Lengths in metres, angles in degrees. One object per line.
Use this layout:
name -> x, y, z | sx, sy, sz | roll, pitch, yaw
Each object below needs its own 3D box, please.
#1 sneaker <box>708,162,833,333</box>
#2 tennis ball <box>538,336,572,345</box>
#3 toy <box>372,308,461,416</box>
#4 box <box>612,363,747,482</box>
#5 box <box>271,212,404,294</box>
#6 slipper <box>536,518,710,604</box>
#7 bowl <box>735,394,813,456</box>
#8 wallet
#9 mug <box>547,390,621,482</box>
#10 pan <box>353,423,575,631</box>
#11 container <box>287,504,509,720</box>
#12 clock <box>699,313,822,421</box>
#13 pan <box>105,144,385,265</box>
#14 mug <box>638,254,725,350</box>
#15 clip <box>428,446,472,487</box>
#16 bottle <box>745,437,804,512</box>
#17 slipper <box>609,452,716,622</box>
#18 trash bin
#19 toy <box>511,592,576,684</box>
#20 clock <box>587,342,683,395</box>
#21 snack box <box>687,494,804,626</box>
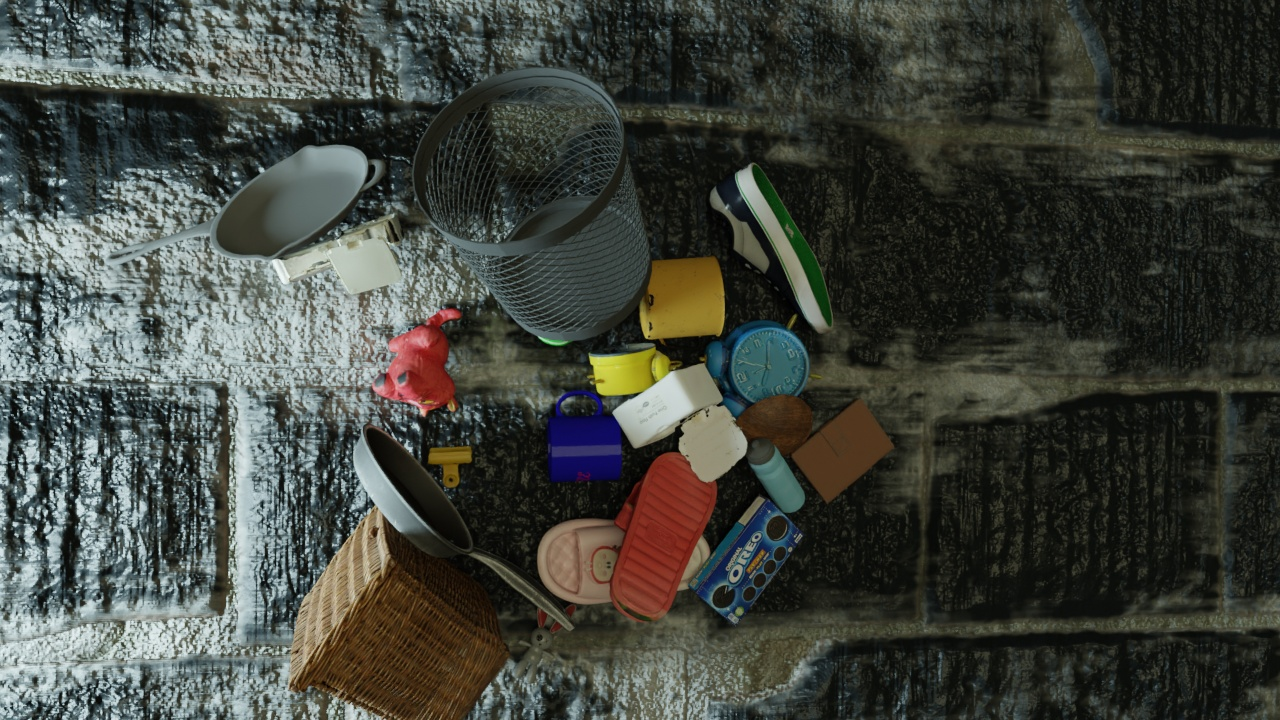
sneaker -> 0.166, -0.129, 1.163 | 0.079, 0.084, 0.235 | -25, 105, 27
tennis ball -> -0.101, -0.051, 1.119 | 0.065, 0.065, 0.065 | 0, 91, -9
toy -> -0.252, 0.001, 1.109 | 0.094, 0.088, 0.132 | 42, 62, -39
box -> 0.058, 0.088, 1.109 | 0.109, 0.120, 0.136 | -32, 79, 26
box -> -0.333, -0.103, 1.027 | 0.143, 0.186, 0.070 | -21, 106, -4
slipper -> -0.019, 0.252, 1.143 | 0.221, 0.056, 0.107 | 2, 92, -12
bowl -> 0.171, 0.092, 1.150 | 0.102, 0.026, 0.114 | -30, 134, 11
wallet -> 0.266, 0.118, 1.206 | 0.121, 0.013, 0.087 | -38, 101, -6
mug -> -0.070, 0.092, 1.123 | 0.083, 0.079, 0.111 | -1, 80, -9
pan -> -0.204, 0.210, 1.065 | 0.055, 0.187, 0.357 | -40, 109, -3
container -> -0.262, 0.291, 1.022 | 0.183, 0.250, 0.162 | 39, 85, -17
clock -> 0.142, 0.015, 1.162 | 0.161, 0.060, 0.117 | -26, 96, -5
pan -> -0.448, -0.157, 1.041 | 0.355, 0.216, 0.024 | -15, 135, 9
mug -> 0.047, -0.066, 1.131 | 0.094, 0.100, 0.124 | -5, 120, -7
clip -> -0.232, 0.129, 1.121 | 0.054, 0.045, 0.049 | -1, 66, -10
bottle -> 0.167, 0.141, 1.147 | 0.040, 0.040, 0.130 | -40, 129, -6
slipper -> 0.019, 0.209, 1.098 | 0.103, 0.059, 0.248 | 35, 44, -6
trash bin -> -0.100, -0.156, 1.003 | 0.218, 0.227, 0.217 | -5, 63, 10
toy -> -0.123, 0.346, 1.141 | 0.049, 0.030, 0.111 | 27, 83, -5
clock -> -0.007, 0.007, 1.127 | 0.118, 0.083, 0.057 | -8, 97, -6
snack box -> 0.135, 0.253, 1.165 | 0.082, 0.027, 0.150 | 43, 79, -26
